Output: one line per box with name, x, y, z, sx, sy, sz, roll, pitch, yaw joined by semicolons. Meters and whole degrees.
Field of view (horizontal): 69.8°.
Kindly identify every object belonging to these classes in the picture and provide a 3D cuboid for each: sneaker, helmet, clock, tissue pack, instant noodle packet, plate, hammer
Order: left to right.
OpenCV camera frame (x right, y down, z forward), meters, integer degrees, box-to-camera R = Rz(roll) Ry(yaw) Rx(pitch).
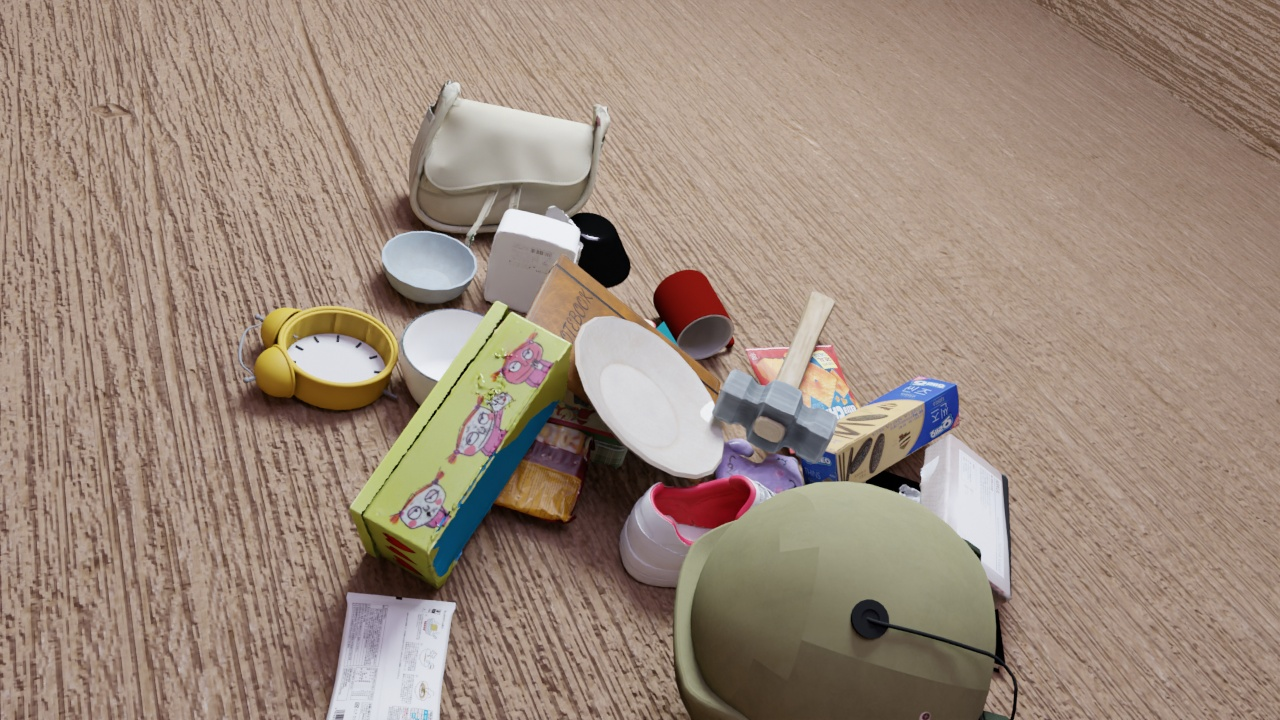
clock;-0.315;-0.004;0.909;0.151;0.052;0.113;8;42;-21
instant noodle packet;-0.192;0.240;0.705;0.087;0.026;0.134;9;42;-12
instant noodle packet;-0.115;0.096;0.870;0.135;0.040;0.098;18;59;-2
plate;0.004;0.039;0.893;0.188;0.027;0.188;32;33;-25
sneaker;0.105;0.153;0.858;0.236;0.105;0.090;7;42;-15
hammer;0.177;-0.002;1.034;0.117;0.051;0.321;25;32;7
helmet;0.138;0.209;0.677;0.233;0.256;0.249;17;39;-8
tissue pack;0.326;0.165;0.951;0.104;0.071;0.180;35;42;-8

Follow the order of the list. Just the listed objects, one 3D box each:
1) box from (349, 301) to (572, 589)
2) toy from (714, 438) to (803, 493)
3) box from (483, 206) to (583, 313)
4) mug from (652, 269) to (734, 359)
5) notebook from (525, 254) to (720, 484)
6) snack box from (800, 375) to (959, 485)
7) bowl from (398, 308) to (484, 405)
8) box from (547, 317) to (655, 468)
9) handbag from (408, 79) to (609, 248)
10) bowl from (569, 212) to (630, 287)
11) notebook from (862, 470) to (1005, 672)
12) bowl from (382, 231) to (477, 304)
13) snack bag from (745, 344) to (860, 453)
box;-0.149;0.074;0.785;0.082;0.125;0.220;29;64;8
toy;0.125;0.117;0.956;0.099;0.037;0.080;3;51;-18
box;-0.119;-0.134;1.084;0.103;0.110;0.129;14;42;-7
mug;0.073;-0.050;1.105;0.105;0.073;0.082;24;30;-42
notebook;-0.008;0.006;0.959;0.249;0.014;0.178;38;36;-16
snack box;0.266;0.078;1.009;0.206;0.057;0.056;-24;22;-31
bowl;-0.188;0.008;0.931;0.116;0.066;0.116;11;41;-10
box;-0.053;0.018;0.989;0.117;0.050;0.205;19;40;-3
handbag;-0.162;-0.229;1.109;0.229;0.184;0.131;5;42;-15
bowl;-0.066;-0.152;1.166;0.124;0.053;0.123;11;41;-10
notebook;0.292;0.205;0.945;0.149;0.016;0.206;19;40;-2
bowl;-0.243;-0.101;1.050;0.106;0.039;0.106;11;41;-10
snack bag;0.199;0.043;1.066;0.130;0.039;0.144;-3;55;-26
